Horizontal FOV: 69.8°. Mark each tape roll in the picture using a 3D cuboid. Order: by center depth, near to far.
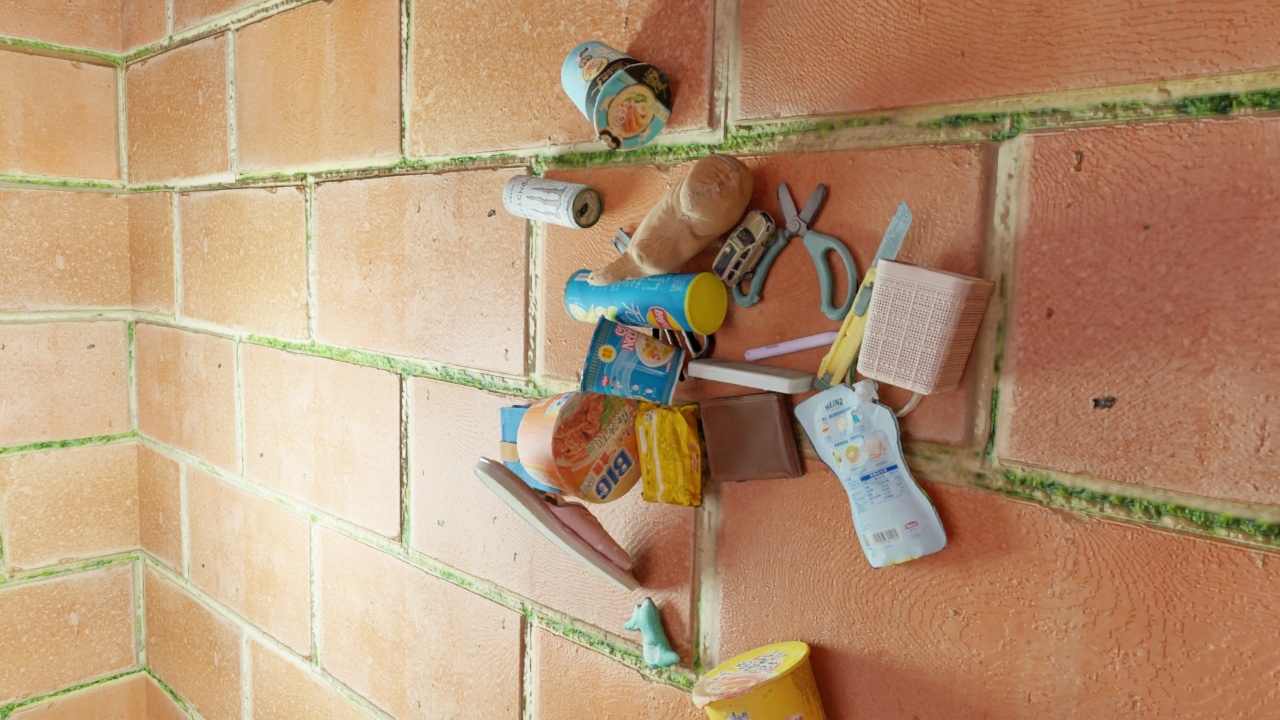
[{"bbox_3d":[0.251,0.017,0.941,0.086,0.013,0.086,5,97,43],"label":"tape roll"}]

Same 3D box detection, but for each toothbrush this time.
[{"bbox_3d":[0.188,-0.023,0.992,0.190,0.021,0.029,-16,50,43],"label":"toothbrush"}]

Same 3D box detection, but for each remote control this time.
[{"bbox_3d":[0.124,0.017,1.031,0.150,0.058,0.021,10,101,43],"label":"remote control"}]

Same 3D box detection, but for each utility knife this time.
[{"bbox_3d":[0.226,-0.058,0.928,0.031,0.022,0.220,35,117,26],"label":"utility knife"}]

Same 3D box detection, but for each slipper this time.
[{"bbox_3d":[-0.099,0.204,1.176,0.274,0.054,0.114,42,161,-17],"label":"slipper"}]

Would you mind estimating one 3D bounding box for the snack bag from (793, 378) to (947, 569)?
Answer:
[{"bbox_3d":[0.235,0.114,0.943,0.111,0.038,0.191,-37,72,54],"label":"snack bag"}]

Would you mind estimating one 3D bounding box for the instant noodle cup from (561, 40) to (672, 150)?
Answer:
[{"bbox_3d":[-0.039,-0.333,1.126,0.120,0.111,0.111,48,124,38],"label":"instant noodle cup"}]

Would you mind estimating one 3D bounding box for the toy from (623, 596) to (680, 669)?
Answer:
[{"bbox_3d":[0.012,0.355,1.190,0.097,0.030,0.092,-35,65,47],"label":"toy"}]

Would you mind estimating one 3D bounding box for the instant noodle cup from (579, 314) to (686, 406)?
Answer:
[{"bbox_3d":[-0.006,0.006,1.090,0.110,0.099,0.099,15,108,2],"label":"instant noodle cup"}]

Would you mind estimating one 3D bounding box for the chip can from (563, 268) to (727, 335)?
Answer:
[{"bbox_3d":[0.002,-0.073,1.109,0.211,0.071,0.071,7,98,43],"label":"chip can"}]

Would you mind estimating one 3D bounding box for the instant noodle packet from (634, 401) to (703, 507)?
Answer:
[{"bbox_3d":[0.036,0.112,1.126,0.111,0.044,0.128,-6,87,55],"label":"instant noodle packet"}]

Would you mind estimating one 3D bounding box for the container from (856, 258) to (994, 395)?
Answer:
[{"bbox_3d":[0.265,-0.031,0.863,0.090,0.090,0.111,19,103,34],"label":"container"}]

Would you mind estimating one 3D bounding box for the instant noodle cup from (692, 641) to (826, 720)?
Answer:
[{"bbox_3d":[0.140,0.388,1.006,0.138,0.137,0.110,-25,85,42],"label":"instant noodle cup"}]

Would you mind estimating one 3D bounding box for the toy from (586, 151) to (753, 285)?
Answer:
[{"bbox_3d":[0.036,-0.147,1.045,0.227,0.143,0.082,-40,78,35],"label":"toy"}]

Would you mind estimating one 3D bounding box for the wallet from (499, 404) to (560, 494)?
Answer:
[{"bbox_3d":[-0.160,0.132,1.326,0.107,0.040,0.133,1,93,39],"label":"wallet"}]

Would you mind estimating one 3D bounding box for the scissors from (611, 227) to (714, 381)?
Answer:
[{"bbox_3d":[0.015,-0.071,1.155,0.207,0.015,0.193,19,107,41],"label":"scissors"}]

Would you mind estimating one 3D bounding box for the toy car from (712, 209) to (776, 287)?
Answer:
[{"bbox_3d":[0.116,-0.126,1.020,0.091,0.035,0.042,-57,50,29],"label":"toy car"}]

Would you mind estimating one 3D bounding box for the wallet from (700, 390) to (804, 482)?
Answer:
[{"bbox_3d":[0.126,0.089,1.056,0.125,0.032,0.101,-10,89,44],"label":"wallet"}]

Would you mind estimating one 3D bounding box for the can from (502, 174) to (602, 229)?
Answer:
[{"bbox_3d":[-0.120,-0.215,1.240,0.147,0.058,0.058,19,106,41],"label":"can"}]

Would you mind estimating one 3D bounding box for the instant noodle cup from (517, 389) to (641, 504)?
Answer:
[{"bbox_3d":[-0.080,0.104,1.180,0.112,0.151,0.151,-3,92,52],"label":"instant noodle cup"}]

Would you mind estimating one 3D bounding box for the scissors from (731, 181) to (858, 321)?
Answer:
[{"bbox_3d":[0.174,-0.101,0.998,0.179,0.019,0.171,52,125,31],"label":"scissors"}]
